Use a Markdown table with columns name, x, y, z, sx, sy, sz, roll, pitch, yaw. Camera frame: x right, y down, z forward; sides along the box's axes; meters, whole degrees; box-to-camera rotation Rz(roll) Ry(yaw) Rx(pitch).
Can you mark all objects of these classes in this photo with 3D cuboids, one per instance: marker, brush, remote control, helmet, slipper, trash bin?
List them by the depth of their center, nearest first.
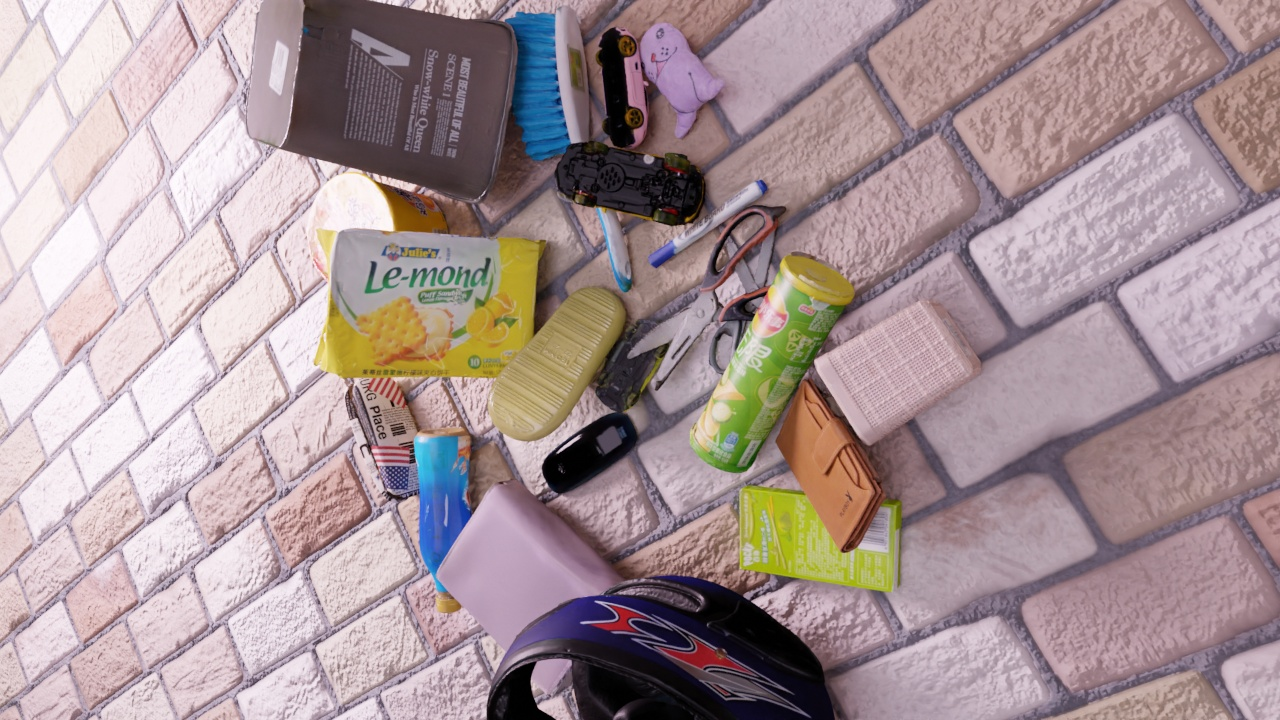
| name | x | y | z | sx | sy | sz | roll | pitch | yaw |
| --- | --- | --- | --- | --- | --- | --- | --- | --- | --- |
| helmet | 0.030 | 0.317 | 0.852 | 0.315 | 0.240 | 0.248 | 38 | 110 | -1 |
| marker | 0.067 | -0.138 | 0.929 | 0.146 | 0.016 | 0.017 | -32 | 79 | 29 |
| trash bin | -0.276 | -0.284 | 0.964 | 0.199 | 0.219 | 0.199 | 25 | 107 | 48 |
| brush | -0.075 | -0.226 | 0.986 | 0.110 | 0.060 | 0.314 | -3 | 95 | 25 |
| slipper | -0.080 | 0.010 | 0.994 | 0.092 | 0.081 | 0.190 | 33 | 82 | 25 |
| remote control | -0.062 | 0.104 | 1.019 | 0.137 | 0.024 | 0.053 | -36 | 78 | 26 |

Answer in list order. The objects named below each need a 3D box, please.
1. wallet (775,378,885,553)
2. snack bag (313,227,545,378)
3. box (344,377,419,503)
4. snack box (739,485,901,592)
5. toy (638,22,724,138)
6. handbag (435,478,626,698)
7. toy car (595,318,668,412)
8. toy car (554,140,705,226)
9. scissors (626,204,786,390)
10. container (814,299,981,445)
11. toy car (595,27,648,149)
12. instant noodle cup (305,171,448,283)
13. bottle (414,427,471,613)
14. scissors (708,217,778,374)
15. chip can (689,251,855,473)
| name | x | y | z | sx | sy | sz | roll | pitch | yaw |
| --- | --- | --- | --- | --- | --- | --- | --- | --- | --- |
| wallet | 0.172 | 0.095 | 0.837 | 0.108 | 0.031 | 0.131 | 100 | 150 | -49 |
| snack bag | -0.226 | -0.061 | 1.001 | 0.068 | 0.246 | 0.158 | -154 | 67 | -67 |
| box | -0.308 | 0.092 | 1.131 | 0.081 | 0.074 | 0.163 | -24 | 80 | 18 |
| snack box | 0.173 | 0.171 | 0.894 | 0.157 | 0.026 | 0.086 | 2 | 95 | 28 |
| toy | 0.035 | -0.289 | 0.926 | 0.108 | 0.038 | 0.084 | 55 | 137 | 12 |
| handbag | -0.112 | 0.245 | 1.017 | 0.197 | 0.098 | 0.145 | 39 | 112 | 22 |
| toy car | -0.006 | 0.006 | 0.977 | 0.048 | 0.032 | 0.105 | 33 | 97 | 22 |
| toy car | -0.011 | -0.182 | 0.938 | 0.156 | 0.041 | 0.071 | 13 | 94 | 9 |
| scissors | 0.081 | -0.059 | 0.915 | 0.222 | 0.015 | 0.189 | 3 | 91 | 26 |
| container | 0.232 | 0.006 | 0.814 | 0.111 | 0.089 | 0.090 | -36 | 77 | 24 |
| toy car | -0.016 | -0.281 | 0.949 | 0.056 | 0.037 | 0.122 | 3 | 101 | 56 |
| instant noodle cup | -0.303 | -0.148 | 1.082 | 0.138 | 0.109 | 0.138 | 3 | 96 | 28 |
| bottle | -0.234 | 0.192 | 1.097 | 0.065 | 0.065 | 0.218 | 1 | 94 | 29 |
| scissors | 0.117 | -0.062 | 0.914 | 0.159 | 0.014 | 0.181 | 34 | 108 | 23 |
| chip can | 0.118 | 0.009 | 0.866 | 0.072 | 0.072 | 0.222 | 38 | 121 | 21 |
